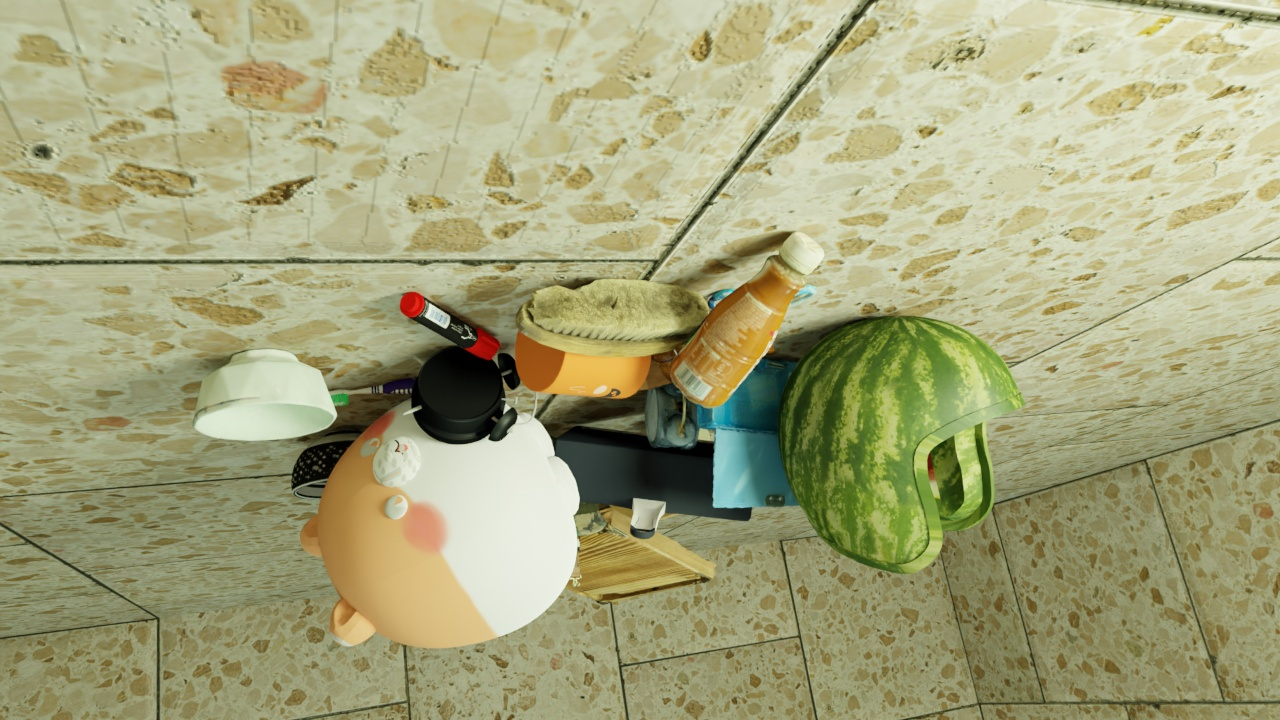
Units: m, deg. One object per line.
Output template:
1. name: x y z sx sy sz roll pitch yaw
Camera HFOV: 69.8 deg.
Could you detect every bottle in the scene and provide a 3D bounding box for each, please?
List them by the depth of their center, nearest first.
1. bottle: 0.091 -0.035 0.768 0.059 0.059 0.167 7 130 -43

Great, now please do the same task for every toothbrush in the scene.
1. toothbrush: -0.236 0.026 0.934 0.186 0.016 0.015 -9 163 0

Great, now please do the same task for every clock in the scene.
1. clock: -0.158 0.032 0.868 0.120 0.091 0.043 8 149 -10
2. clock: 0.040 0.057 1.050 0.052 0.090 0.130 1 167 -12

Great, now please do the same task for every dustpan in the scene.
1. dustpan: 0.015 0.142 1.086 0.236 0.080 0.273 6 -178 4

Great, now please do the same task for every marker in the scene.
1. marker: -0.162 -0.029 0.790 0.023 0.021 0.145 -35 159 5

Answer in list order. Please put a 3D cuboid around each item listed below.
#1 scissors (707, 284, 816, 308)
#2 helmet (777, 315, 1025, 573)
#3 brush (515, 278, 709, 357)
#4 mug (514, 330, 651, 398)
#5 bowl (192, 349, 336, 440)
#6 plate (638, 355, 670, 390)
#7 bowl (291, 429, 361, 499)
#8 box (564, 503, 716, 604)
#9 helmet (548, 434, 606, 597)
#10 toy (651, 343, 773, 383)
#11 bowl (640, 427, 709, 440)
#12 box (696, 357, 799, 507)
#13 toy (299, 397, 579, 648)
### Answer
1. scissors: 0.098 -0.047 0.886 0.127 0.012 0.138 3 161 -35
2. helmet: 0.263 0.072 0.968 0.243 0.247 0.212 20 -161 36
3. brush: -0.017 -0.037 0.773 0.195 0.059 0.043 -1 150 -39
4. mug: -0.062 -0.011 0.832 0.095 0.077 0.113 6 -172 -41
5. bowl: -0.332 0.027 0.811 0.117 0.061 0.117 -9 163 -3
6. plate: -0.006 0.006 0.960 0.131 0.025 0.131 -8 166 -2
7. bowl: -0.348 0.119 1.082 0.120 0.066 0.120 -8 163 -3
8. box: -0.063 0.273 1.478 0.258 0.220 0.280 11 155 -44
9. helmet: -0.152 0.215 1.189 0.223 0.236 0.193 -17 178 -44
10. toy: 0.067 -0.011 0.872 0.112 0.067 0.087 -17 -164 0
11. bowl: 0.032 0.128 1.279 0.074 0.118 0.118 30 180 26
12. box: 0.149 0.081 1.044 0.034 0.174 0.231 -12 165 43
13. toy: -0.207 0.167 0.957 0.280 0.262 0.266 -28 141 -12
